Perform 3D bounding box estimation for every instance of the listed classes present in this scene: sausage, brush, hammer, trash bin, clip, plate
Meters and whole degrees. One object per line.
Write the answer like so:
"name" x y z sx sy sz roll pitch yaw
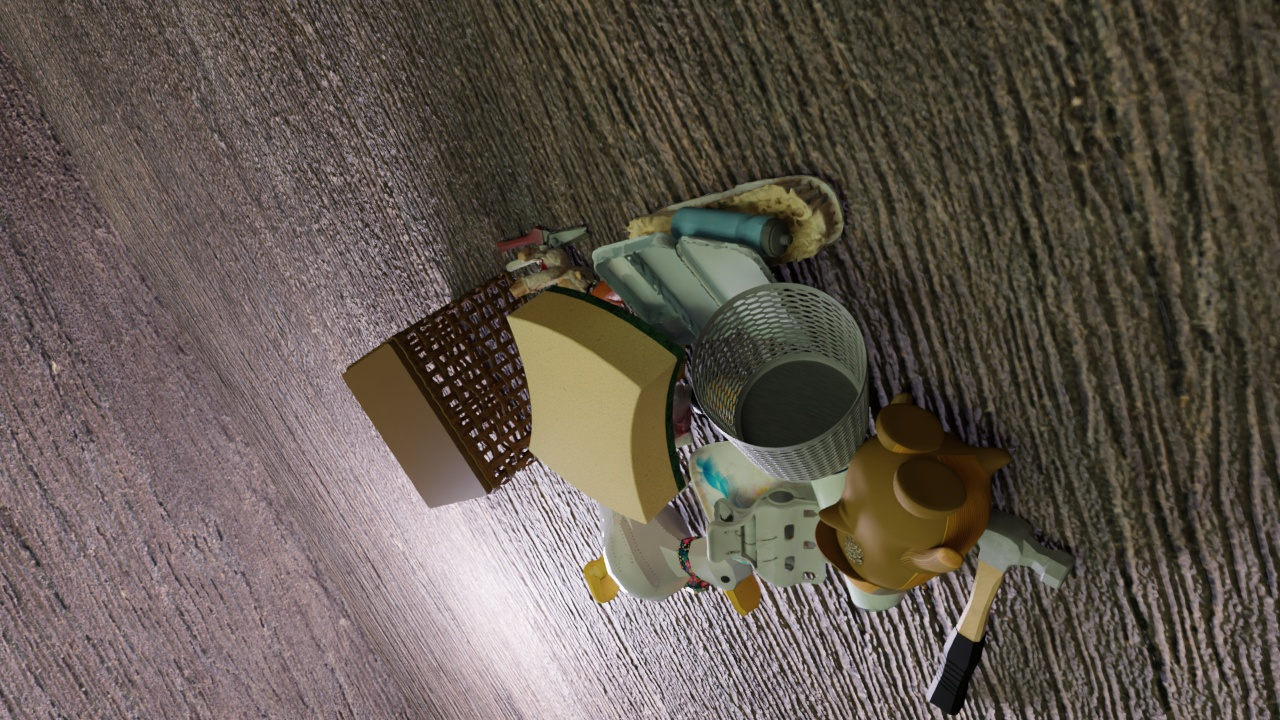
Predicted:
"sausage" -0.044 -0.074 1.169 0.044 0.039 0.165 46 144 0
"brush" 0.089 -0.135 0.956 0.272 0.056 0.083 -2 115 48
"brush" -0.047 0.052 1.063 0.195 0.075 0.251 27 139 30
"hammer" 0.369 0.290 1.018 0.131 0.039 0.329 29 138 31
"trash bin" 0.147 0.032 0.899 0.156 0.156 0.183 34 173 25
"clip" 0.153 0.212 1.111 0.144 0.074 0.125 4 117 19
"plate" 0.161 0.171 1.126 0.187 0.016 0.187 -11 112 32

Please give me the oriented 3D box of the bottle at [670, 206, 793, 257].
"bottle" 0.089 -0.123 0.883 0.130 0.040 0.040 15 130 40

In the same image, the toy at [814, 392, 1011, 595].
"toy" 0.254 0.155 0.919 0.162 0.198 0.204 5 135 -9

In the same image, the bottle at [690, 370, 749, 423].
"bottle" 0.143 0.050 1.048 0.182 0.059 0.059 8 125 44

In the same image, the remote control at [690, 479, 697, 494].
"remote control" 0.118 0.221 1.262 0.045 0.008 0.146 -18 105 52

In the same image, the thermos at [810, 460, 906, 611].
"thermos" 0.241 0.175 1.038 0.068 0.067 0.230 2 121 47

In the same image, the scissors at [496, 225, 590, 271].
"scissors" -0.133 -0.159 1.219 0.146 0.015 0.188 45 142 12

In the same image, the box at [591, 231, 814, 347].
"box" 0.070 -0.069 0.954 0.193 0.061 0.210 -4 154 29

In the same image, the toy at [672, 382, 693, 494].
"toy" 0.015 0.100 1.218 0.159 0.084 0.195 28 138 2

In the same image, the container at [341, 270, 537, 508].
"container" -0.255 0.049 1.356 0.220 0.213 0.251 -21 103 53

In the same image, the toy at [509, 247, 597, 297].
"toy" -0.109 -0.106 1.189 0.106 0.074 0.085 10 176 0

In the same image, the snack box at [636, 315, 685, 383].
"snack box" -0.007 0.007 1.138 0.084 0.105 0.061 29 138 30

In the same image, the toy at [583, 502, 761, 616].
"toy" 0.032 0.264 1.287 0.268 0.140 0.246 -27 102 46
